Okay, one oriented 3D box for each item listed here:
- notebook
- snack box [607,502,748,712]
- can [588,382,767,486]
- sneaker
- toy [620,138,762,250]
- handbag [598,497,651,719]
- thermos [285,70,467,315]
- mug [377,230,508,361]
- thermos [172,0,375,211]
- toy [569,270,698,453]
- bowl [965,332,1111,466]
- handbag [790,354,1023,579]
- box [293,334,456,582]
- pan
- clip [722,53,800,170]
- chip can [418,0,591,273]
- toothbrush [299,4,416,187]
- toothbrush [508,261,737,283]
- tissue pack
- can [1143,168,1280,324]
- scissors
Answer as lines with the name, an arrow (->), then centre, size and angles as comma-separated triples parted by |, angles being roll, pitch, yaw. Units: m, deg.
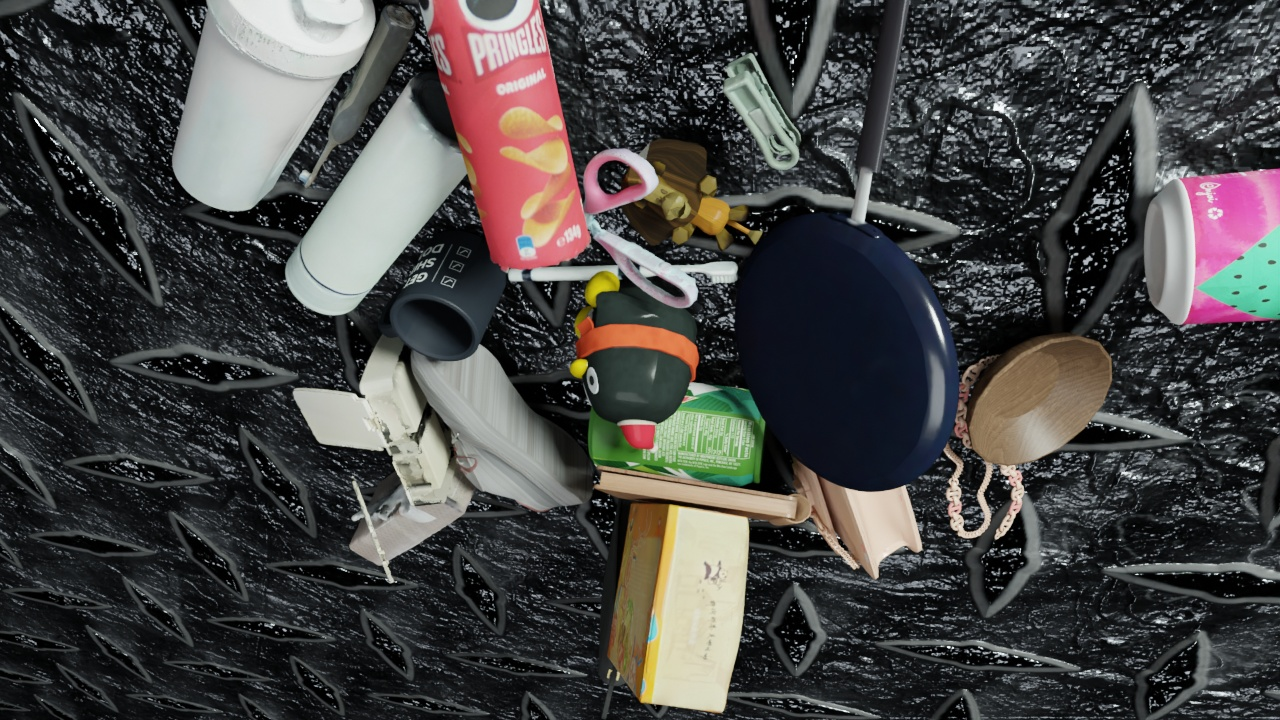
notebook -> 0.055, 0.122, 0.808 | 0.169, 0.022, 0.210 | 8, 170, 6
snack box -> 0.032, 0.196, 0.761 | 0.080, 0.145, 0.195 | 10, 170, -7
can -> 0.034, 0.059, 0.782 | 0.144, 0.082, 0.083 | 7, 137, 10
sneaker -> -0.143, 0.069, 0.838 | 0.090, 0.099, 0.236 | -27, 126, 20
toy -> 0.036, -0.105, 0.620 | 0.100, 0.062, 0.076 | 29, 118, -2
handbag -> -0.015, 0.265, 0.935 | 0.072, 0.195, 0.176 | 13, 138, 3
thermos -> -0.191, -0.114, 0.678 | 0.068, 0.067, 0.231 | 35, 134, -20
mug -> -0.164, -0.048, 0.732 | 0.105, 0.077, 0.071 | -12, 131, 28
thermos -> -0.250, -0.188, 0.601 | 0.099, 0.099, 0.221 | 34, 139, -19
toy -> -0.004, 0.004, 0.709 | 0.099, 0.119, 0.098 | 9, 154, -9
bowl -> 0.291, 0.024, 0.685 | 0.117, 0.030, 0.118 | -9, 126, -13
handbag -> 0.219, 0.076, 0.780 | 0.187, 0.116, 0.199 | -29, 126, -6
box -> -0.237, 0.082, 0.784 | 0.101, 0.193, 0.144 | -10, 121, 7
pan -> 0.135, -0.070, 0.594 | 0.199, 0.021, 0.357 | 37, 135, 43
clip -> 0.078, -0.154, 0.581 | 0.023, 0.047, 0.076 | -15, 134, 32
chip can -> -0.085, -0.169, 0.552 | 0.073, 0.073, 0.233 | 1, 126, 16
toothbrush -> -0.205, -0.177, 0.649 | 0.024, 0.022, 0.186 | 35, 136, -17
toothbrush -> -0.016, -0.067, 0.716 | 0.187, 0.012, 0.017 | 1, 139, 17
tissue pack -> -0.235, 0.140, 0.938 | 0.071, 0.103, 0.182 | 41, 133, -23
can -> 0.392, -0.069, 0.532 | 0.166, 0.088, 0.088 | -3, 135, 19
scissors -> -0.023, -0.086, 0.644 | 0.158, 0.014, 0.173 | 52, 151, -18
